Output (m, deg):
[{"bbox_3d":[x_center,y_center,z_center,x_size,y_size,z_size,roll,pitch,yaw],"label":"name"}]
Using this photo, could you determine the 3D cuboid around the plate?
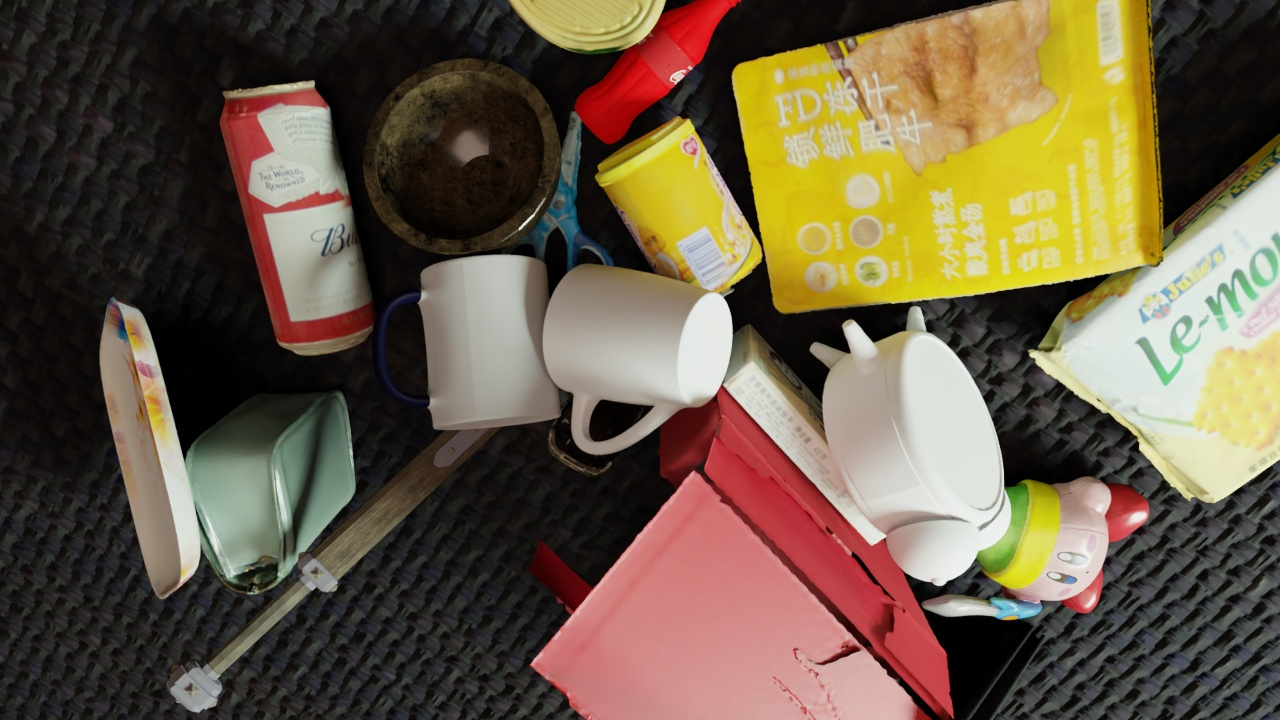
[{"bbox_3d":[-0.327,0.062,0.612,0.187,0.016,0.187,-29,77,53],"label":"plate"}]

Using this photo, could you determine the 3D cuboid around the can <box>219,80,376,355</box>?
[{"bbox_3d":[-0.220,-0.091,0.596,0.067,0.067,0.170,-5,109,7],"label":"can"}]

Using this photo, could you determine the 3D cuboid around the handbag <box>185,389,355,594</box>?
[{"bbox_3d":[-0.251,0.083,0.633,0.067,0.121,0.106,-1,110,5],"label":"handbag"}]

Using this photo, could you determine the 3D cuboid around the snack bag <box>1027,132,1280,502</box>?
[{"bbox_3d":[0.383,-0.039,0.561,0.159,0.068,0.248,43,108,-9],"label":"snack bag"}]

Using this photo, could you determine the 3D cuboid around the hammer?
[{"bbox_3d":[-0.169,0.094,0.590,0.316,0.028,0.147,-44,101,-18],"label":"hammer"}]

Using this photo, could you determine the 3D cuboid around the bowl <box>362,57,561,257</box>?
[{"bbox_3d":[-0.104,-0.119,0.574,0.121,0.056,0.121,-1,83,8],"label":"bowl"}]

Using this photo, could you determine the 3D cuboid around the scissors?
[{"bbox_3d":[-0.044,-0.099,0.608,0.090,0.014,0.141,15,109,1],"label":"scissors"}]

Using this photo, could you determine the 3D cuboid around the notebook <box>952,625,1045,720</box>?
[{"bbox_3d":[0.196,0.272,0.621,0.019,0.231,0.169,41,112,26],"label":"notebook"}]

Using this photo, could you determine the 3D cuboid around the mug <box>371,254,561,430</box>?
[{"bbox_3d":[-0.108,-0.008,0.564,0.111,0.079,0.097,-3,83,-27],"label":"mug"}]

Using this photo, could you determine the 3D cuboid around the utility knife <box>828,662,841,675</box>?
[{"bbox_3d":[0.120,0.296,0.736,0.031,0.015,0.210,29,111,-6],"label":"utility knife"}]

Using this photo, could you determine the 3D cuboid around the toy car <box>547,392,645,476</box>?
[{"bbox_3d":[-0.021,0.025,0.615,0.048,0.112,0.041,31,154,-3],"label":"toy car"}]

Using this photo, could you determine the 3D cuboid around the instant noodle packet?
[{"bbox_3d":[0.177,-0.122,0.551,0.222,0.084,0.163,-9,109,14],"label":"instant noodle packet"}]

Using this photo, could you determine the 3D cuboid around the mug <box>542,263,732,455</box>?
[{"bbox_3d":[-0.003,0.003,0.546,0.088,0.081,0.114,11,84,30],"label":"mug"}]

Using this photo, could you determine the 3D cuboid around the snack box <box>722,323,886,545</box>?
[{"bbox_3d":[0.111,0.047,0.609,0.026,0.081,0.150,-40,102,16],"label":"snack box"}]

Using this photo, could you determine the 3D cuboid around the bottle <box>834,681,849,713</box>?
[{"bbox_3d":[0.151,0.296,0.706,0.072,0.046,0.161,6,116,-29],"label":"bottle"}]

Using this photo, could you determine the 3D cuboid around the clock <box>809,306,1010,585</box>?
[{"bbox_3d":[0.166,0.052,0.575,0.073,0.125,0.161,-26,81,38],"label":"clock"}]

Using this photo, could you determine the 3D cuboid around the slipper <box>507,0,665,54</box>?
[{"bbox_3d":[-0.037,-0.296,0.503,0.099,0.078,0.263,-4,93,6],"label":"slipper"}]

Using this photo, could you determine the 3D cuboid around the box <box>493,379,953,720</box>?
[{"bbox_3d":[0.079,0.141,0.530,0.211,0.314,0.124,46,126,-12],"label":"box"}]

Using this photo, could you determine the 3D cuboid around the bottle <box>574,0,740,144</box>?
[{"bbox_3d":[0.012,-0.184,0.557,0.119,0.036,0.036,-41,102,16],"label":"bottle"}]

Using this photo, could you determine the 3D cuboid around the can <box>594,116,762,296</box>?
[{"bbox_3d":[0.025,-0.091,0.573,0.068,0.067,0.105,-28,105,14],"label":"can"}]

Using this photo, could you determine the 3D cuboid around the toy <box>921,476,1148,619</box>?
[{"bbox_3d":[0.258,0.121,0.636,0.131,0.096,0.124,9,118,-18],"label":"toy"}]
